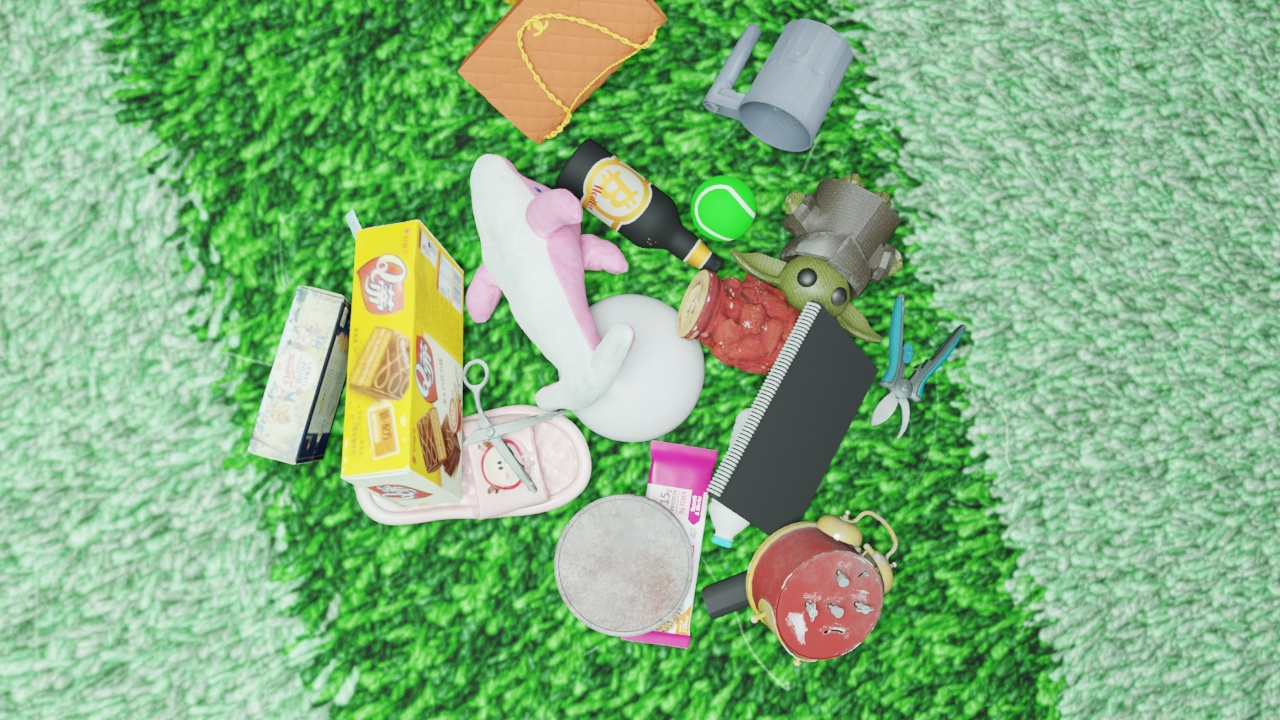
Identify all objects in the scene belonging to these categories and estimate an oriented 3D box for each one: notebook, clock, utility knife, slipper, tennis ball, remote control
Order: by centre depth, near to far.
[{"bbox_3d":[-0.158,0.101,0.868,0.221,0.056,0.106,-8,84,-8],"label":"slipper"},{"bbox_3d":[0.182,0.212,0.876,0.159,0.081,0.117,-44,109,-2],"label":"clock"},{"bbox_3d":[-0.249,-0.070,0.889,0.022,0.015,0.165,-24,91,-11],"label":"utility knife"},{"bbox_3d":[0.153,0.065,0.891,0.149,0.016,0.206,38,78,-45],"label":"notebook"},{"bbox_3d":[0.083,-0.152,0.920,0.065,0.065,0.065,1,85,-9],"label":"tennis ball"},{"bbox_3d":[0.132,0.220,0.920,0.146,0.015,0.033,-19,88,-10],"label":"remote control"}]

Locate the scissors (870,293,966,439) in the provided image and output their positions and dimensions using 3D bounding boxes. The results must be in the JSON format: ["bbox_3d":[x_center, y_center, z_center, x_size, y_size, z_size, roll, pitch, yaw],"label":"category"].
[{"bbox_3d":[0.289,0.002,0.960,0.124,0.019,0.155,-10,92,-12],"label":"scissors"}]

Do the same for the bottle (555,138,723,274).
[{"bbox_3d":[0.005,-0.144,0.911,0.181,0.059,0.059,36,81,-4],"label":"bottle"}]

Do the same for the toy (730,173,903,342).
[{"bbox_3d":[0.196,-0.112,0.927,0.179,0.078,0.152,30,82,-8],"label":"toy"}]

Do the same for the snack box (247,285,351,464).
[{"bbox_3d":[-0.291,0.016,0.810,0.042,0.144,0.145,16,82,-9],"label":"snack box"}]

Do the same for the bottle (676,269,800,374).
[{"bbox_3d":[0.096,-0.036,0.897,0.111,0.099,0.099,19,82,-14],"label":"bottle"}]

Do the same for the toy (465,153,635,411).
[{"bbox_3d":[-0.075,-0.084,0.867,0.127,0.187,0.265,-10,68,-42],"label":"toy"}]

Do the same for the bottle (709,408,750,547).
[{"bbox_3d":[0.100,0.117,0.910,0.044,0.044,0.136,19,83,-6],"label":"bottle"}]

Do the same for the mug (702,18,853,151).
[{"bbox_3d":[0.141,-0.287,0.942,0.124,0.084,0.104,24,80,22],"label":"mug"}]

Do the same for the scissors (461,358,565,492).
[{"bbox_3d":[-0.152,0.068,0.837,0.175,0.014,0.141,-20,69,2],"label":"scissors"}]

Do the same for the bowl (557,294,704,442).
[{"bbox_3d":[-0.005,0.005,0.904,0.149,0.043,0.149,1,85,-8],"label":"bowl"}]

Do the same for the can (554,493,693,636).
[{"bbox_3d":[-0.015,0.193,0.874,0.130,0.044,0.130,0,83,2],"label":"can"}]

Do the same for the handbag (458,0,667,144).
[{"bbox_3d":[-0.073,-0.297,0.865,0.172,0.060,0.109,-38,117,23],"label":"handbag"}]

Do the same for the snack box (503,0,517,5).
[{"bbox_3d":[-0.068,-0.374,0.906,0.126,0.088,0.040,15,83,-7],"label":"snack box"}]

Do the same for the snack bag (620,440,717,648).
[{"bbox_3d":[0.029,0.181,0.908,0.070,0.016,0.196,10,84,-6],"label":"snack bag"}]

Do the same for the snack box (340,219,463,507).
[{"bbox_3d":[-0.204,0.003,0.805,0.062,0.110,0.230,-8,68,10],"label":"snack box"}]
